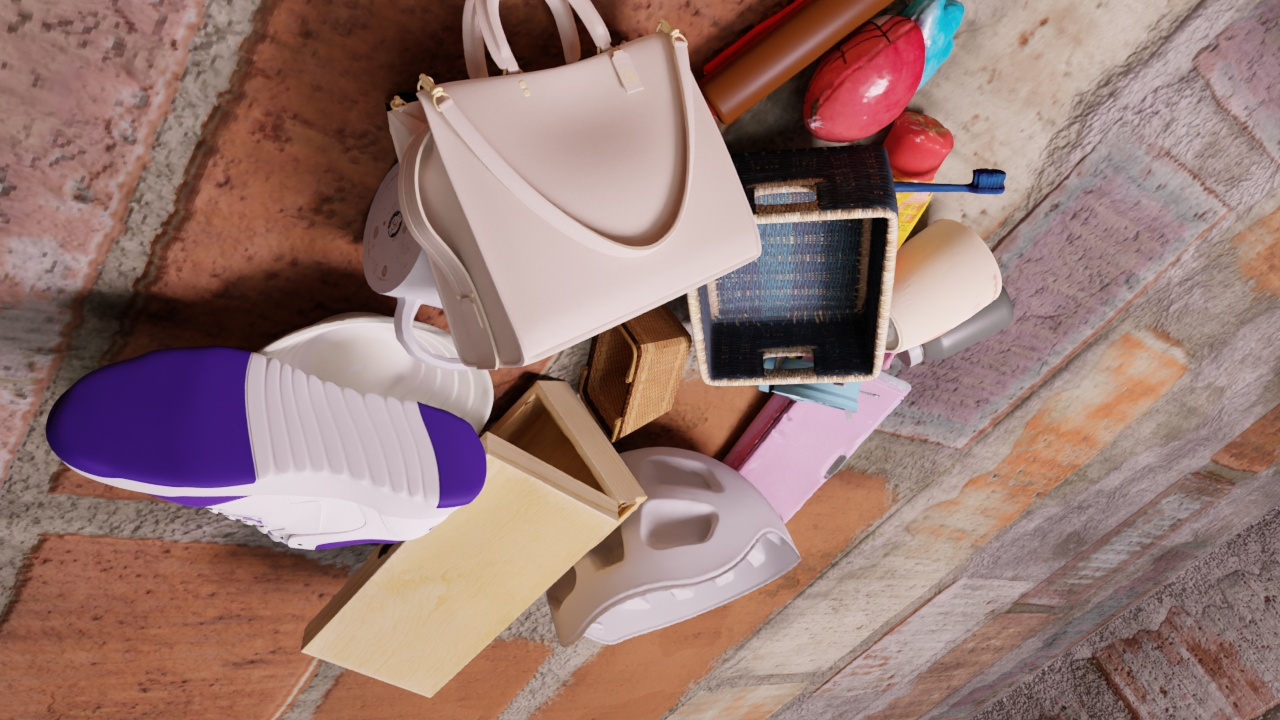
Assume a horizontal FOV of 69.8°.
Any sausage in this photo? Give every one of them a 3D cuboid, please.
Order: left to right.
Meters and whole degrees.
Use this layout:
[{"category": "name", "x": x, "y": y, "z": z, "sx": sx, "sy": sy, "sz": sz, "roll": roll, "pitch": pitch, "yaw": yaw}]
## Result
[{"category": "sausage", "x": 0.101, "y": -0.207, "z": 0.579, "sx": 0.156, "sy": 0.040, "sz": 0.040, "roll": -35, "pitch": 142, "yaw": 9}]

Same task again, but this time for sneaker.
[{"category": "sneaker", "x": -0.228, "y": 0.067, "z": 0.572, "sx": 0.244, "sy": 0.091, "sz": 0.111, "roll": 14, "pitch": 142, "yaw": -29}]

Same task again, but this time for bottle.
[{"category": "bottle", "x": 0.191, "y": -0.127, "z": 0.718, "sx": 0.071, "sy": 0.048, "sz": 0.134, "roll": 2, "pitch": 134, "yaw": -28}, {"category": "bottle", "x": 0.296, "y": -0.037, "z": 0.879, "sx": 0.108, "sy": 0.060, "sz": 0.060, "roll": -27, "pitch": 143, "yaw": -2}]

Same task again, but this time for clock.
[{"category": "clock", "x": 0.137, "y": 0.020, "z": 0.794, "sx": 0.087, "sy": 0.123, "sz": 0.042, "roll": 16, "pitch": 89, "yaw": -46}]

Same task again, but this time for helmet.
[{"category": "helmet", "x": 0.033, "y": 0.190, "z": 0.877, "sx": 0.225, "sy": 0.183, "sz": 0.282, "roll": -27, "pitch": 140, "yaw": 24}]

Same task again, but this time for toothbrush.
[{"category": "toothbrush", "x": 0.171, "y": -0.131, "z": 0.671, "sx": 0.190, "sy": 0.016, "sz": 0.017, "roll": 0, "pitch": 119, "yaw": 2}]

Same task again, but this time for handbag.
[{"category": "handbag", "x": -0.044, "y": -0.118, "z": 0.504, "sx": 0.194, "sy": 0.101, "sz": 0.198, "roll": -26, "pitch": 105, "yaw": -33}]

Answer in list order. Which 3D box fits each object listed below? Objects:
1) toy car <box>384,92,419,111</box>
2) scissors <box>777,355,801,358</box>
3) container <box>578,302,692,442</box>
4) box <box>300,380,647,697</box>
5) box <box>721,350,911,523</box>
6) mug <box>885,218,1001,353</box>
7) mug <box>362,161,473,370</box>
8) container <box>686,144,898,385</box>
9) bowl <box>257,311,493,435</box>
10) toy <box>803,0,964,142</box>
[{"category": "toy car", "x": -0.103, "y": -0.133, "z": 0.539, "sx": 0.091, "sy": 0.042, "sz": 0.036, "roll": 19, "pitch": 98, "yaw": -45}, {"category": "scissors", "x": 0.133, "y": -0.018, "z": 0.839, "sx": 0.130, "sy": 0.018, "sz": 0.109, "roll": -3, "pitch": 134, "yaw": -31}, {"category": "container", "x": -0.004, "y": 0.004, "z": 0.745, "sx": 0.061, "sy": 0.063, "sz": 0.114, "roll": -16, "pitch": 142, "yaw": -28}, {"category": "box", "x": -0.130, "y": 0.153, "z": 0.739, "sx": 0.249, "sy": 0.142, "sz": 0.178, "roll": -46, "pitch": 178, "yaw": 22}, {"category": "box", "x": 0.165, "y": 0.076, "z": 0.904, "sx": 0.099, "sy": 0.080, "sz": 0.233, "roll": 0, "pitch": 139, "yaw": -35}, {"category": "mug", "x": 0.234, "y": -0.057, "z": 0.796, "sx": 0.104, "sy": 0.085, "sz": 0.112, "roll": -34, "pitch": -175, "yaw": -15}, {"category": "mug", "x": -0.111, "y": -0.053, "z": 0.568, "sx": 0.096, "sy": 0.083, "sz": 0.119, "roll": 13, "pitch": 83, "yaw": -41}, {"category": "container", "x": 0.109, "y": -0.065, "z": 0.682, "sx": 0.145, "sy": 0.071, "sz": 0.188, "roll": -2, "pitch": 142, "yaw": 9}, {"category": "bowl", "x": -0.195, "y": 0.017, "z": 0.635, "sx": 0.176, "sy": 0.057, "sz": 0.177, "roll": -13, "pitch": 139, "yaw": -12}, {"category": "toy", "x": 0.164, "y": -0.197, "z": 0.614, "sx": 0.132, "sy": 0.062, "sz": 0.092, "roll": -38, "pitch": 173, "yaw": -16}]
